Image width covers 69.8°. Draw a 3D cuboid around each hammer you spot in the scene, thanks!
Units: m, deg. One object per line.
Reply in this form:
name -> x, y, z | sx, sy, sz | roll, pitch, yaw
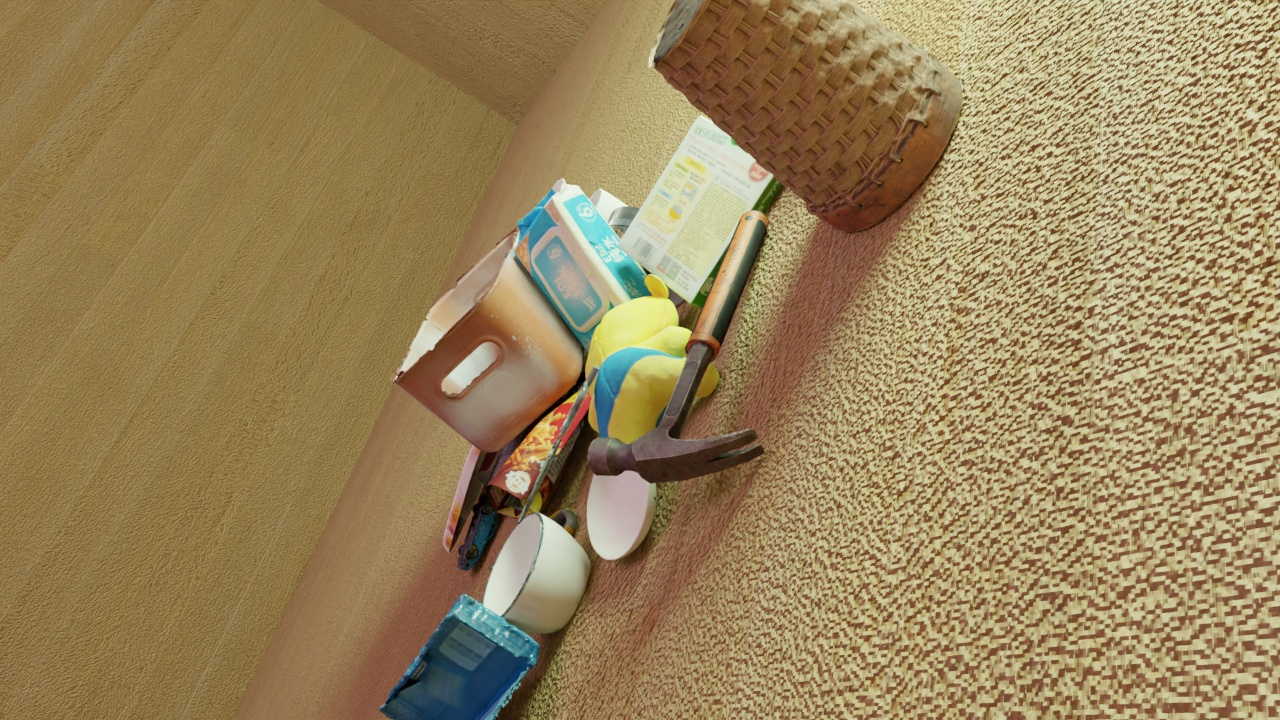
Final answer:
hammer -> 0.071, -0.026, 0.796 | 0.138, 0.035, 0.313 | -3, 44, 31

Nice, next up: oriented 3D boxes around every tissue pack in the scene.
tissue pack -> -0.065, -0.104, 1.069 | 0.065, 0.209, 0.117 | -30, -7, -43

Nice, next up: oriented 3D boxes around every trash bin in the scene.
trash bin -> 0.119, -0.216, 0.714 | 0.152, 0.210, 0.151 | -52, 20, 28
trash bin -> -0.173, -0.026, 1.144 | 0.182, 0.157, 0.259 | -41, 18, 16

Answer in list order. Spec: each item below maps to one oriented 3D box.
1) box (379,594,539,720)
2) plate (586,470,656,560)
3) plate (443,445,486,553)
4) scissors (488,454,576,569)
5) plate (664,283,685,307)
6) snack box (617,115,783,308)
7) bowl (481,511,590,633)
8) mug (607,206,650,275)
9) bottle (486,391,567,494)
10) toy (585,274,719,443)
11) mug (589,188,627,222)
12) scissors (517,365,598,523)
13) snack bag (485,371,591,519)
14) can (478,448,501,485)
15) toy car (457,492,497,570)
box -> -0.192, 0.330, 0.853 | 0.232, 0.094, 0.111 | -52, 2, 39
plate -> -0.012, 0.127, 0.822 | 0.105, 0.026, 0.104 | -31, 53, 51
plate -> -0.231, 0.156, 1.273 | 0.186, 0.016, 0.187 | -74, 5, -63
scissors -> -0.119, 0.192, 1.044 | 0.230, 0.016, 0.225 | -13, 50, 65
plate -> 0.061, -0.137, 1.059 | 0.179, 0.012, 0.178 | -51, 21, 28
snack box -> 0.063, -0.158, 0.965 | 0.132, 0.027, 0.168 | 42, 105, 38
bowl -> -0.097, 0.211, 0.884 | 0.117, 0.065, 0.116 | -50, 21, 28
mug -> -0.009, -0.131, 1.145 | 0.116, 0.080, 0.107 | -7, 52, 46
bottle -> -0.134, 0.089, 1.185 | 0.084, 0.046, 0.173 | -24, 41, 61
toy -> -0.005, 0.005, 0.919 | 0.149, 0.084, 0.213 | -52, 23, 21
mug -> -0.045, -0.175, 1.270 | 0.114, 0.087, 0.080 | -16, 48, 64
scissors -> -0.080, 0.082, 0.882 | 0.147, 0.014, 0.141 | -62, 3, 47
snack bag -> -0.095, 0.088, 1.066 | 0.207, 0.066, 0.139 | -54, 13, -27
can -> -0.179, 0.125, 1.241 | 0.054, 0.054, 0.096 | -32, 34, 55
toy car -> -0.212, 0.227, 1.209 | 0.048, 0.032, 0.105 | -10, 59, 66
